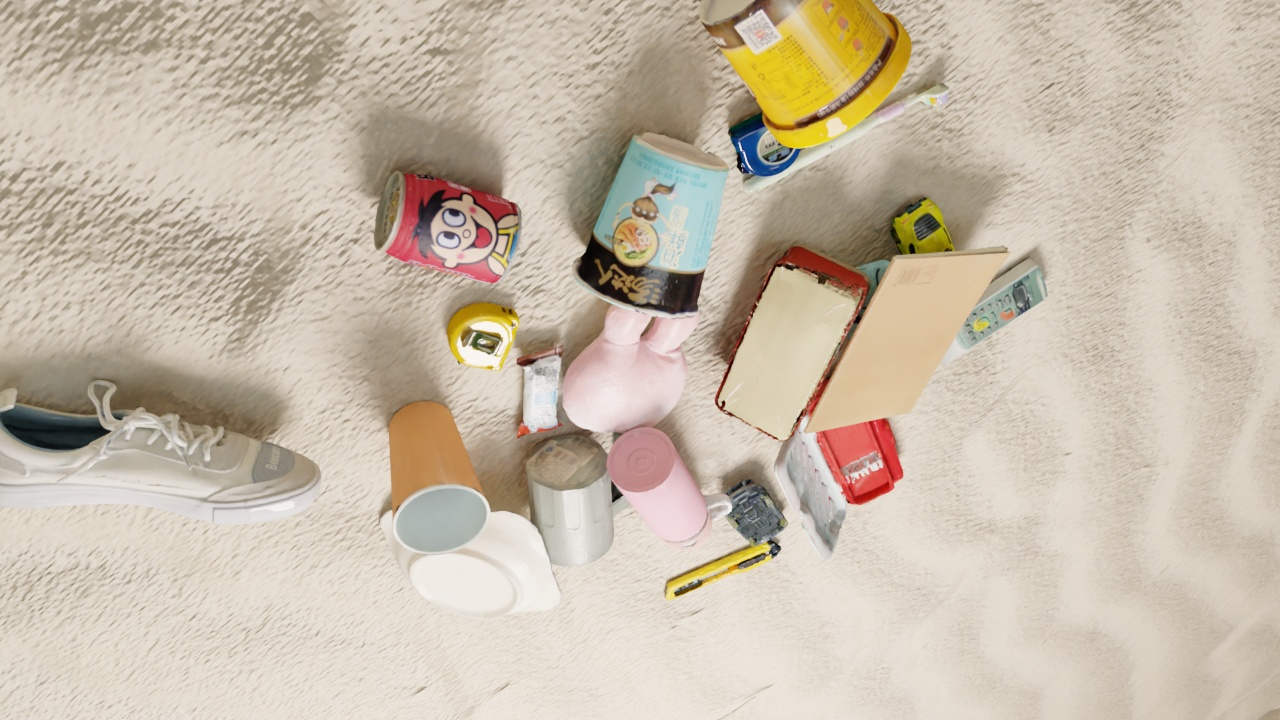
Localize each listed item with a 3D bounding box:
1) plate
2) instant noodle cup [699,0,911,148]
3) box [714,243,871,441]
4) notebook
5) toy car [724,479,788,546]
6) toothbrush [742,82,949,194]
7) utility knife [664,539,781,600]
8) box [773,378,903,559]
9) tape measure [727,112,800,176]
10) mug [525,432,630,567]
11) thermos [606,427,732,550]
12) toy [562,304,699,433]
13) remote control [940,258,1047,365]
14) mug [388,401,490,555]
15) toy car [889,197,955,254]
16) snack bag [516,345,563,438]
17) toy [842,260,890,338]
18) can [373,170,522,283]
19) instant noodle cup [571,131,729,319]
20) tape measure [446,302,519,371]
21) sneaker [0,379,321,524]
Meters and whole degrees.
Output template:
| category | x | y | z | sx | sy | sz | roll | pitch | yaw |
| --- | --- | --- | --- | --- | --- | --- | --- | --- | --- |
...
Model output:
| category | x | y | z | sx | sy | sz | roll | pitch | yaw |
| --- | --- | --- | --- | --- | --- | --- | --- | --- | --- |
| plate | -0.166 | 0.207 | 0.894 | 0.164 | 0.034 | 0.164 | -1 | 132 | 13 |
| instant noodle cup | 0.112 | -0.234 | 0.655 | 0.118 | 0.118 | 0.114 | -42 | 123 | 13 |
| box | 0.136 | -0.011 | 0.837 | 0.091 | 0.077 | 0.169 | 27 | 122 | 11 |
| notebook | 0.252 | -0.017 | 0.881 | 0.149 | 0.012 | 0.212 | -8 | 134 | -31 |
| toy car | 0.128 | 0.172 | 1.033 | 0.054 | 0.036 | 0.120 | -34 | 142 | 4 |
| toothbrush | 0.173 | -0.186 | 0.777 | 0.189 | 0.029 | 0.020 | -26 | 90 | 0 |
| utility knife | 0.099 | 0.251 | 1.095 | 0.153 | 0.015 | 0.033 | -22 | 129 | -5 |
| box | 0.212 | 0.115 | 1.004 | 0.159 | 0.065 | 0.201 | -44 | 134 | -13 |
| tape measure | 0.103 | -0.178 | 0.750 | 0.058 | 0.025 | 0.054 | -24 | 134 | 2 |
| mug | -0.054 | 0.126 | 0.901 | 0.123 | 0.084 | 0.103 | -32 | 137 | -34 |
| thermos | 0.035 | 0.132 | 0.912 | 0.087 | 0.067 | 0.199 | -22 | 147 | 6 |
| toy | -0.005 | 0.005 | 0.829 | 0.121 | 0.054 | 0.160 | 2 | 132 | -29 |
| remote control | 0.362 | -0.049 | 0.964 | 0.135 | 0.019 | 0.056 | -34 | 132 | 6 |
| mug | -0.179 | 0.095 | 0.784 | 0.078 | 0.122 | 0.078 | -12 | 129 | -15 |
| toy car | 0.274 | -0.107 | 0.874 | 0.048 | 0.032 | 0.105 | -34 | 133 | 5 |
| snack bag | -0.091 | 0.031 | 0.834 | 0.048 | 0.026 | 0.104 | -14 | 130 | -20 |
| toy | 0.232 | -0.049 | 0.888 | 0.161 | 0.049 | 0.156 | -16 | 140 | 0 |
| can | -0.144 | -0.099 | 0.683 | 0.093 | 0.066 | 0.067 | 13 | 120 | -30 |
| instant noodle cup | 0.013 | -0.110 | 0.722 | 0.111 | 0.111 | 0.121 | 6 | 116 | -26 |
| tape measure | -0.134 | -0.019 | 0.776 | 0.057 | 0.029 | 0.060 | 11 | 121 | -28 |
| sneaker | -0.373 | 0.066 | 0.712 | 0.242 | 0.089 | 0.091 | 6 | 119 | -19 |
